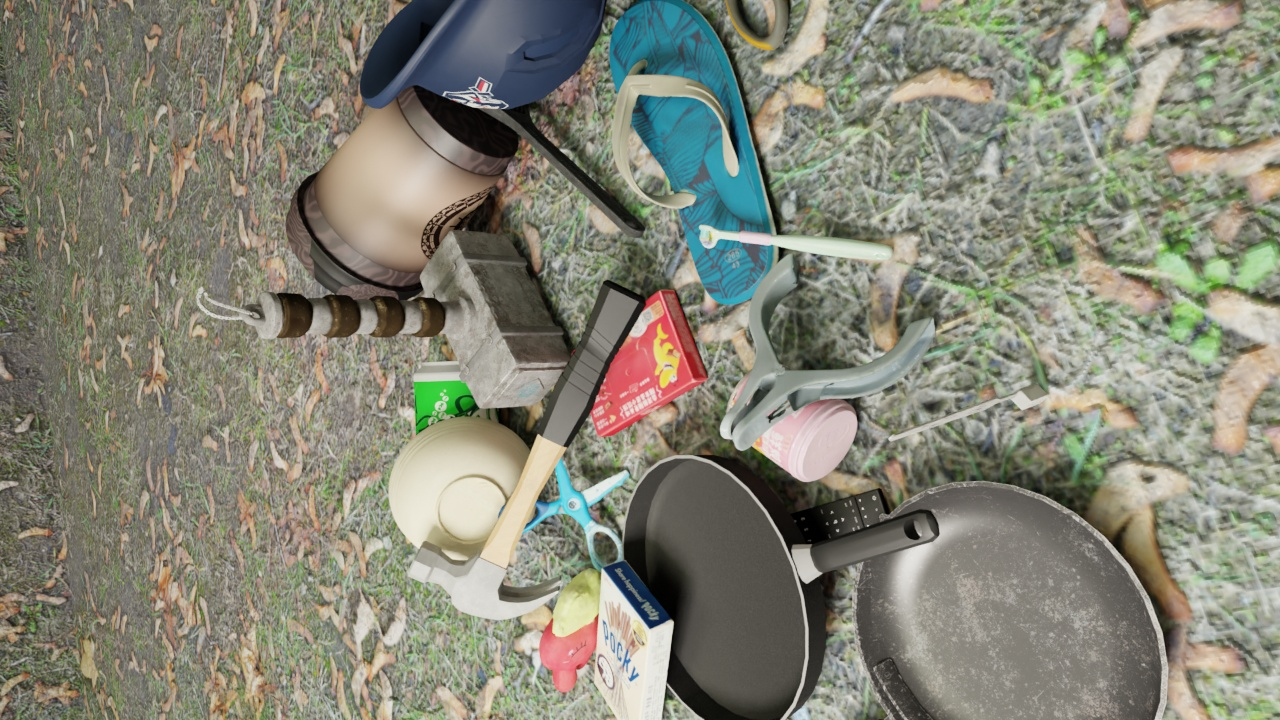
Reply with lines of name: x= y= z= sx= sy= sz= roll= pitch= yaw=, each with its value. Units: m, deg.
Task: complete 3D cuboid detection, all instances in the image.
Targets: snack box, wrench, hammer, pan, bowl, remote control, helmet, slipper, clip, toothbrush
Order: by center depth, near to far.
toothbrush: x=0.195 y=0.032 z=0.533 sx=0.010 sy=0.181 sz=0.010 roll=53 pitch=130 yaw=26
pan: x=0.199 y=0.235 z=0.637 sx=0.207 sy=0.040 sz=0.358 roll=52 pitch=125 yaw=30
clip: x=0.126 y=-0.020 z=0.669 sx=0.165 sy=0.032 sz=0.165 roll=-14 pitch=50 yaw=15
pan: x=0.095 y=0.162 z=0.693 sx=0.358 sy=0.034 sz=0.225 roll=-36 pitch=68 yaw=51
toothbrush: x=0.115 y=-0.089 z=0.698 sx=0.155 sy=0.015 sz=0.022 roll=10 pitch=136 yaw=29
remote control: x=0.132 y=0.131 z=0.716 sx=0.140 sy=0.009 sz=0.030 roll=-27 pitch=73 yaw=41
slipper: x=0.035 y=-0.186 z=0.766 sx=0.118 sy=0.060 sz=0.294 roll=-30 pitch=71 yaw=37
snack box: x=-0.008 y=0.259 z=0.808 sx=0.082 sy=0.026 sz=0.150 roll=43 pitch=138 yaw=47
helmet: x=-0.147 y=-0.323 z=0.811 sx=0.272 sy=0.223 sz=0.232 roll=-54 pitch=31 yaw=-13
hammer: x=-0.085 y=0.083 z=0.823 sx=0.131 sy=0.039 sz=0.328 roll=26 pitch=100 yaw=-6
snack box: x=-0.005 y=0.005 z=0.835 sx=0.133 sy=0.021 sz=0.089 roll=-33 pitch=69 yaw=40
hammer: x=-0.226 y=-0.039 z=0.836 sx=0.080 sy=0.325 sz=0.177 roll=-46 pitch=61 yaw=35
wrench: x=-0.087 y=-0.201 z=0.885 sx=0.273 sy=0.073 sz=0.018 roll=46 pitch=121 yaw=26
bowl: x=-0.169 y=0.136 z=0.898 sx=0.075 sy=0.150 sz=0.151 roll=-146 pitch=61 yaw=-73

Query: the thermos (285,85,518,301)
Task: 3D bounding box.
thermos: x=-0.247 y=-0.186 z=0.971 sx=0.227 sy=0.172 sz=0.172 roll=-41 pitch=64 yaw=30

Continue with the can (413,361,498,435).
can: x=-0.194 y=0.071 z=0.975 sx=0.088 sy=0.087 sz=0.140 roll=-2 pitch=90 yaw=44

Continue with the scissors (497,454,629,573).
scissors: x=-0.070 y=0.144 z=0.862 sx=0.140 sy=0.011 sz=0.134 roll=-16 pitch=96 yaw=4

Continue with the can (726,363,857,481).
can: x=0.114 y=0.045 z=0.690 sx=0.076 sy=0.067 sz=0.067 roll=35 pitch=115 yaw=39

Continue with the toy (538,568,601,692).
toy: x=-0.060 y=0.252 z=0.854 sx=0.045 sy=0.091 sz=0.135 roll=25 pitch=124 yaw=22

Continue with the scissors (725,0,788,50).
scissors: x=0.087 y=-0.362 z=0.737 sx=0.231 sy=0.016 sz=0.225 roll=-42 pitch=63 yaw=37
